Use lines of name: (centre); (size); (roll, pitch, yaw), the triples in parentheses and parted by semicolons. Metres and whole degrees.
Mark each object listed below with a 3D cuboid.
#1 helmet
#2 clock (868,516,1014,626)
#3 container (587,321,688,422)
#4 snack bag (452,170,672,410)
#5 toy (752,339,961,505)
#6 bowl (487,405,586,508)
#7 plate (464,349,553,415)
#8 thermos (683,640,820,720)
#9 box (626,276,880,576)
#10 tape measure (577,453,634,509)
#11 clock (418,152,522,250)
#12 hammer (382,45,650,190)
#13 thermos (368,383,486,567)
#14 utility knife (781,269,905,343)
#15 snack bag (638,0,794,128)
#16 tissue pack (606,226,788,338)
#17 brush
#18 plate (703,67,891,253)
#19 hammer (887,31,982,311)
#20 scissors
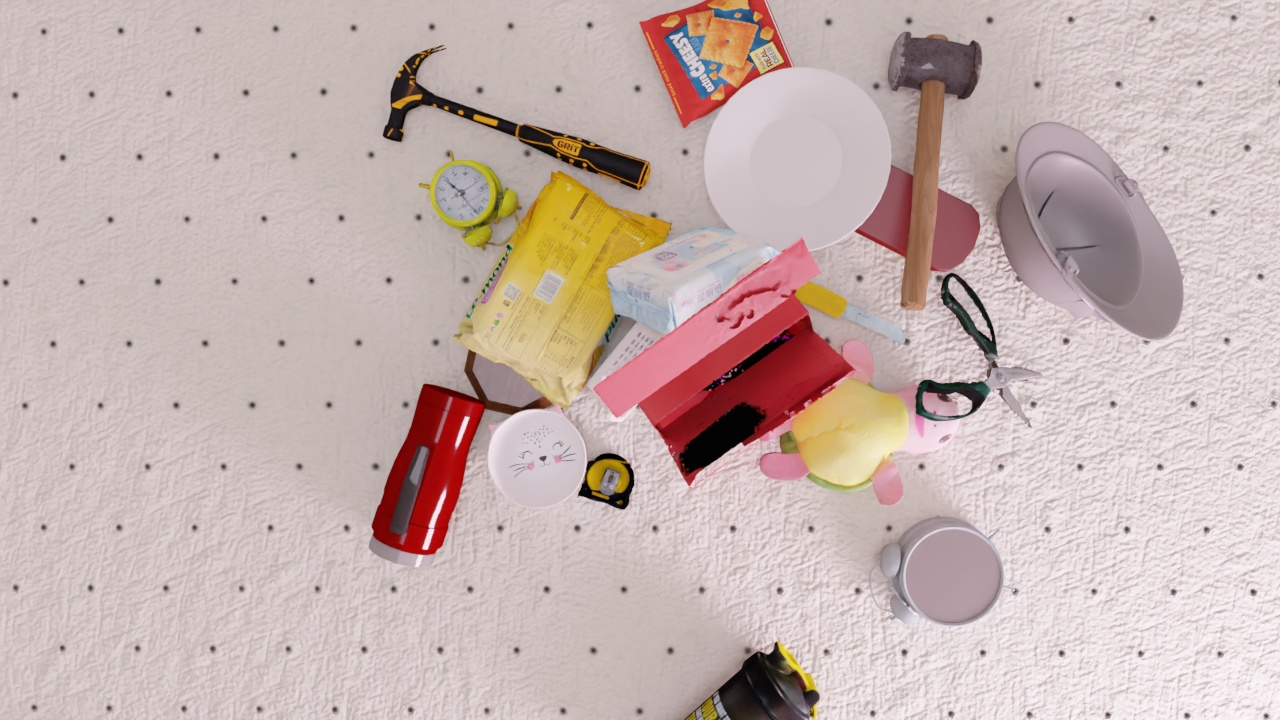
helmet: (0.471, -0.127, 1.024); (0.183, 0.118, 0.271); (-43, 97, -28)
clock: (0.347, 0.250, 1.072); (0.159, 0.045, 0.122); (-15, 91, 1)
container: (-0.006, 0.006, 1.057); (0.049, 0.080, 0.129); (40, 93, 11)
snack bag: (-0.087, -0.086, 1.038); (0.159, 0.068, 0.247); (30, 84, -4)
toy: (0.247, 0.076, 1.047); (0.238, 0.088, 0.190); (-13, 76, -3)
bowl: (-0.118, 0.112, 1.075); (0.115, 0.050, 0.114); (0, 92, 1)
plate: (-0.146, 0.004, 1.083); (0.131, 0.025, 0.131); (0, 92, 1)
thermos: (0.105, 0.427, 1.065); (0.221, 0.098, 0.098); (-41, 91, 6)
box: (0.173, 0.109, 1.125); (0.214, 0.171, 0.478); (-35, 122, 1)
tape measure: (-0.037, 0.141, 1.082); (0.062, 0.034, 0.061); (15, 91, 0)
clock: (-0.192, -0.183, 1.063); (0.119, 0.057, 0.083); (42, 92, -7)
hammer: (-0.139, -0.270, 1.070); (0.320, 0.036, 0.123); (20, 92, 3)
thermos: (-0.247, 0.132, 1.051); (0.084, 0.108, 0.198); (19, 90, 1)
utility knife: (0.208, -0.072, 1.076); (0.225, 0.019, 0.030); (25, 98, 5)
snack bag: (0.090, -0.357, 1.056); (0.144, 0.039, 0.131); (-23, 93, 3)
tissue pack: (0.062, -0.092, 1.001); (0.181, 0.112, 0.070); (-29, 123, -30)
brush: (0.300, -0.168, 1.057); (0.173, 0.042, 0.082); (27, 93, 0)
plate: (0.176, -0.225, 1.038); (0.209, 0.015, 0.208); (0, 90, 14)
hammer: (0.316, -0.212, 1.013); (0.098, 0.052, 0.328); (8, 77, 0)
scissors: (0.377, -0.010, 1.046); (0.201, 0.015, 0.204); (-4, 74, -27)
